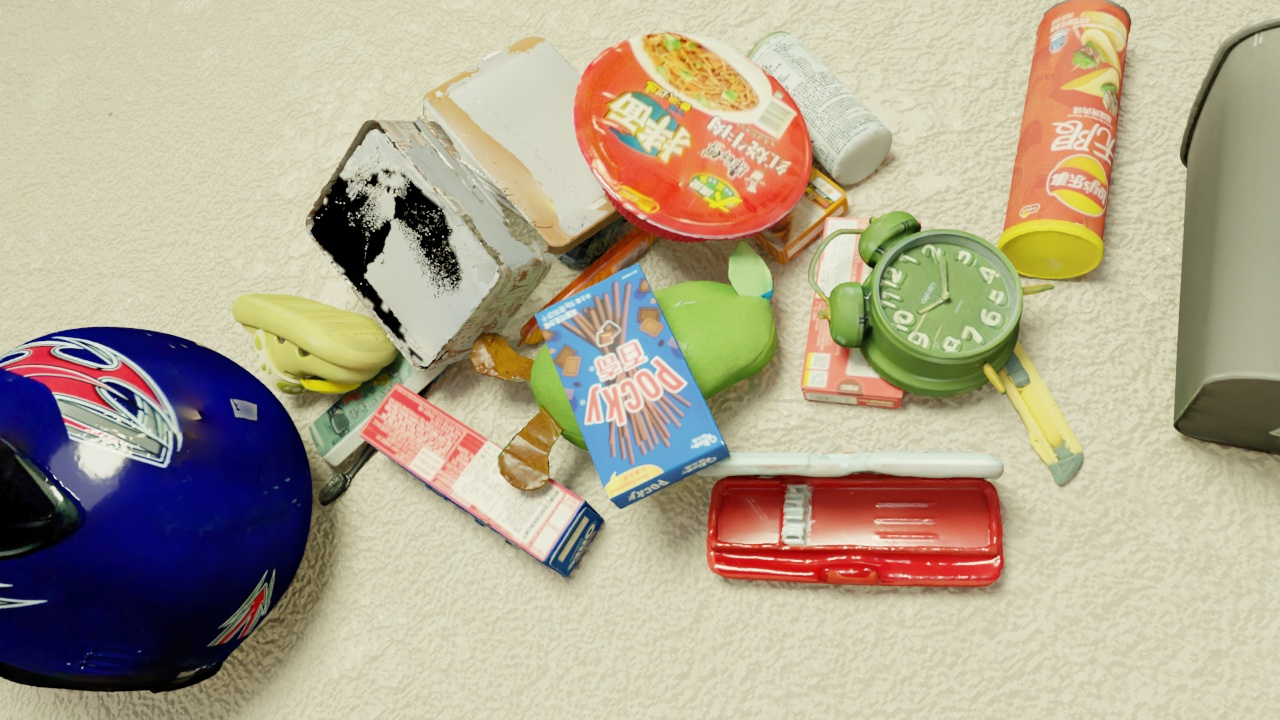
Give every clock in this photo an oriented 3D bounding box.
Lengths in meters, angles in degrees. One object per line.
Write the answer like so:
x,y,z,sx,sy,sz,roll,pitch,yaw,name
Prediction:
0.199,-0.044,0.659,0.161,0.056,0.116,25,72,16,clock

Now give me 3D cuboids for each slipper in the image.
-0.293,-0.010,0.819,0.191,0.091,0.082,20,106,36,slipper

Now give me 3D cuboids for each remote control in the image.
-0.229,0.030,0.801,0.135,0.019,0.056,-42,42,-4,remote control

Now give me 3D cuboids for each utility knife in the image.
0.267,0.000,0.673,0.031,0.020,0.195,-21,57,1,utility knife

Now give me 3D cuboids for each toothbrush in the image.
-0.214,0.051,0.798,0.014,0.016,0.189,36,80,20,toothbrush

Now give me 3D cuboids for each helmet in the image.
-0.408,0.091,0.703,0.316,0.247,0.240,17,90,15,helmet

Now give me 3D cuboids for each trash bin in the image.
0.432,-0.059,0.555,0.199,0.198,0.219,11,77,23,trash bin

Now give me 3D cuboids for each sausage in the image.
-0.045,-0.067,0.795,0.165,0.021,0.021,-41,61,-4,sausage

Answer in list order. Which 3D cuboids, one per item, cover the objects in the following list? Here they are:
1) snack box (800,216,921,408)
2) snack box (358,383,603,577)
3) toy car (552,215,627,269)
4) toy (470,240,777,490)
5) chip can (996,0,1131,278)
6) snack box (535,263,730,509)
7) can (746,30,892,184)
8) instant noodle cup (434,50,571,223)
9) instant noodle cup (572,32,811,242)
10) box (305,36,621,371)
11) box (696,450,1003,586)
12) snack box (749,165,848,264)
0.172,-0.040,0.712,0.075,0.025,0.152,5,68,18,snack box
-0.128,0.094,0.728,0.207,0.057,0.058,28,74,26,snack box
-0.037,-0.137,0.818,0.054,0.037,0.120,27,87,23,toy car
-0.004,0.004,0.708,0.247,0.090,0.226,-20,46,2,toy
0.325,-0.171,0.698,0.073,0.073,0.216,10,69,21,chip can
-0.008,0.014,0.634,0.084,0.026,0.157,-27,62,4,snack box
0.149,-0.217,0.781,0.058,0.058,0.146,-34,61,0,can
-0.114,-0.224,0.868,0.173,0.060,0.138,37,81,26,instant noodle cup
0.036,-0.166,0.729,0.193,0.066,0.193,5,65,-12,instant noodle cup
-0.132,-0.136,0.758,0.272,0.130,0.179,-41,80,2,box
0.137,0.097,0.617,0.202,0.101,0.095,-2,65,17,box
0.099,-0.155,0.787,0.075,0.026,0.153,-40,61,-4,snack box
